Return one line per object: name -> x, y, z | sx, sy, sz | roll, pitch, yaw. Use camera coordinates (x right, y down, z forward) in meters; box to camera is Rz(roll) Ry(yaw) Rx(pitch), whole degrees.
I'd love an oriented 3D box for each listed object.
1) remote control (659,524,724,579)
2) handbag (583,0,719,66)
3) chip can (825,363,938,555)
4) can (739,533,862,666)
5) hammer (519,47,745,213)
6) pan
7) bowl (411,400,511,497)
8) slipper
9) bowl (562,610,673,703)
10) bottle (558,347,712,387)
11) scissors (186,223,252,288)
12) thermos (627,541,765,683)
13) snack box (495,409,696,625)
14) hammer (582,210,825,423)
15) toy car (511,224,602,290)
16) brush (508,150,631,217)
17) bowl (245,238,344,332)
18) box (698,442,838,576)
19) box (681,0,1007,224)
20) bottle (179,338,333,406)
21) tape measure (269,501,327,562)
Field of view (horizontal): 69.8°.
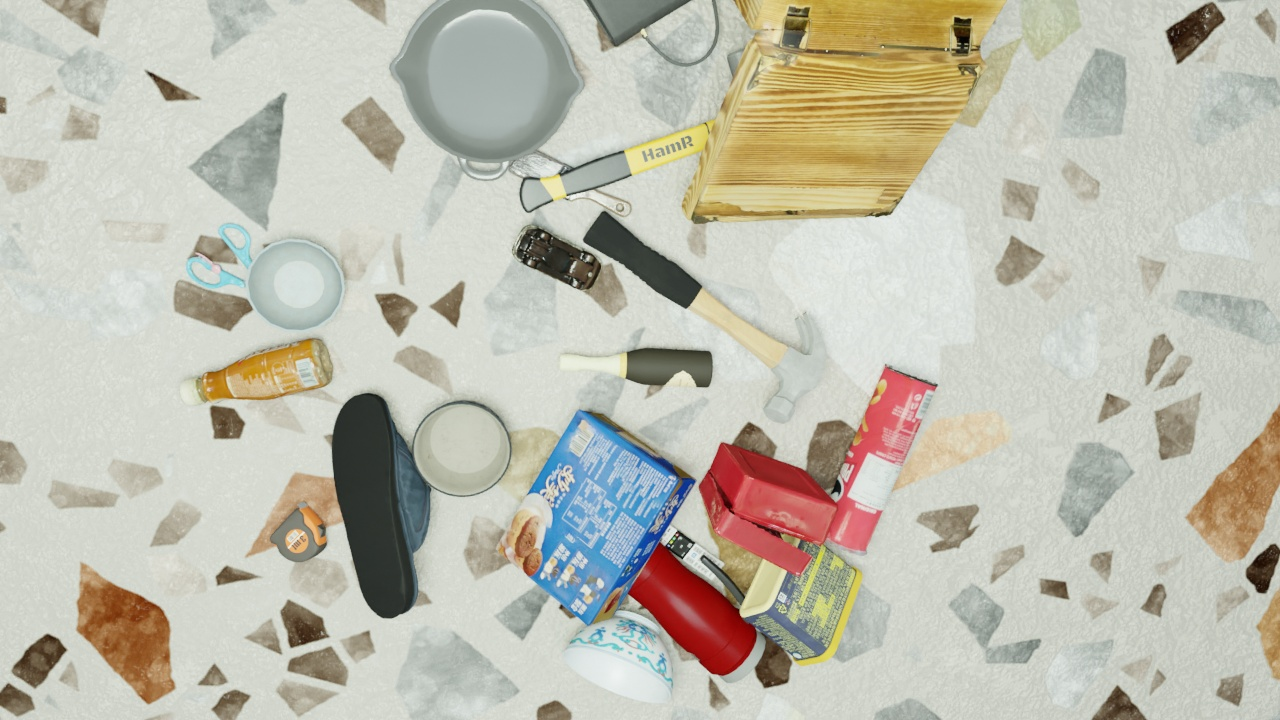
remote control -> 0.052, 0.237, 1.181 | 0.124, 0.011, 0.028 | 37, 95, -11
handbag -> 0.025, -0.426, 1.028 | 0.176, 0.072, 0.196 | -31, 106, 1
chip can -> 0.295, 0.124, 1.152 | 0.073, 0.073, 0.233 | 20, 97, -9
can -> 0.200, 0.292, 1.146 | 0.104, 0.075, 0.134 | 39, 54, -9
hammer -> 0.014, -0.236, 1.071 | 0.324, 0.034, 0.170 | -20, 104, -4
pan -> -0.169, -0.384, 1.035 | 0.216, 0.024, 0.355 | 4, 100, -6
bowl -> -0.212, 0.100, 1.105 | 0.115, 0.059, 0.115 | -1, 101, -5
slipper -> -0.299, 0.169, 1.108 | 0.109, 0.083, 0.265 | -11, 89, 35
bowl -> -0.018, 0.364, 1.155 | 0.144, 0.144, 0.074 | 31, 56, -10
bottle -> -0.007, 0.007, 1.114 | 0.184, 0.045, 0.045 | 3, 100, -6
scissors -> -0.450, -0.106, 1.072 | 0.142, 0.015, 0.095 | 25, 97, -16
thermos -> 0.071, 0.307, 1.158 | 0.198, 0.084, 0.108 | 44, 100, -9
snack box -> -0.054, 0.185, 1.097 | 0.155, 0.069, 0.203 | 33, 97, 22
hammer -> 0.077, -0.066, 1.096 | 0.328, 0.039, 0.131 | 35, 69, -5
toy car -> -0.099, -0.121, 1.088 | 0.112, 0.040, 0.048 | 25, 98, -27
brush -> -0.080, -0.207, 1.084 | 0.151, 0.012, 0.039 | 25, 97, -10
bowl -> -0.396, -0.087, 1.059 | 0.106, 0.039, 0.106 | -2, 99, -14
box -> 0.149, 0.169, 1.105 | 0.129, 0.157, 0.098 | 24, 100, -11
box -> 0.188, -0.339, 0.998 | 0.278, 0.285, 0.337 | -4, 143, -22
bottle -> -0.448, 0.020, 1.068 | 0.167, 0.059, 0.059 | -14, 102, -3
tape measure -> -0.412, 0.214, 1.122 | 0.059, 0.038, 0.058 | 43, 94, 2
